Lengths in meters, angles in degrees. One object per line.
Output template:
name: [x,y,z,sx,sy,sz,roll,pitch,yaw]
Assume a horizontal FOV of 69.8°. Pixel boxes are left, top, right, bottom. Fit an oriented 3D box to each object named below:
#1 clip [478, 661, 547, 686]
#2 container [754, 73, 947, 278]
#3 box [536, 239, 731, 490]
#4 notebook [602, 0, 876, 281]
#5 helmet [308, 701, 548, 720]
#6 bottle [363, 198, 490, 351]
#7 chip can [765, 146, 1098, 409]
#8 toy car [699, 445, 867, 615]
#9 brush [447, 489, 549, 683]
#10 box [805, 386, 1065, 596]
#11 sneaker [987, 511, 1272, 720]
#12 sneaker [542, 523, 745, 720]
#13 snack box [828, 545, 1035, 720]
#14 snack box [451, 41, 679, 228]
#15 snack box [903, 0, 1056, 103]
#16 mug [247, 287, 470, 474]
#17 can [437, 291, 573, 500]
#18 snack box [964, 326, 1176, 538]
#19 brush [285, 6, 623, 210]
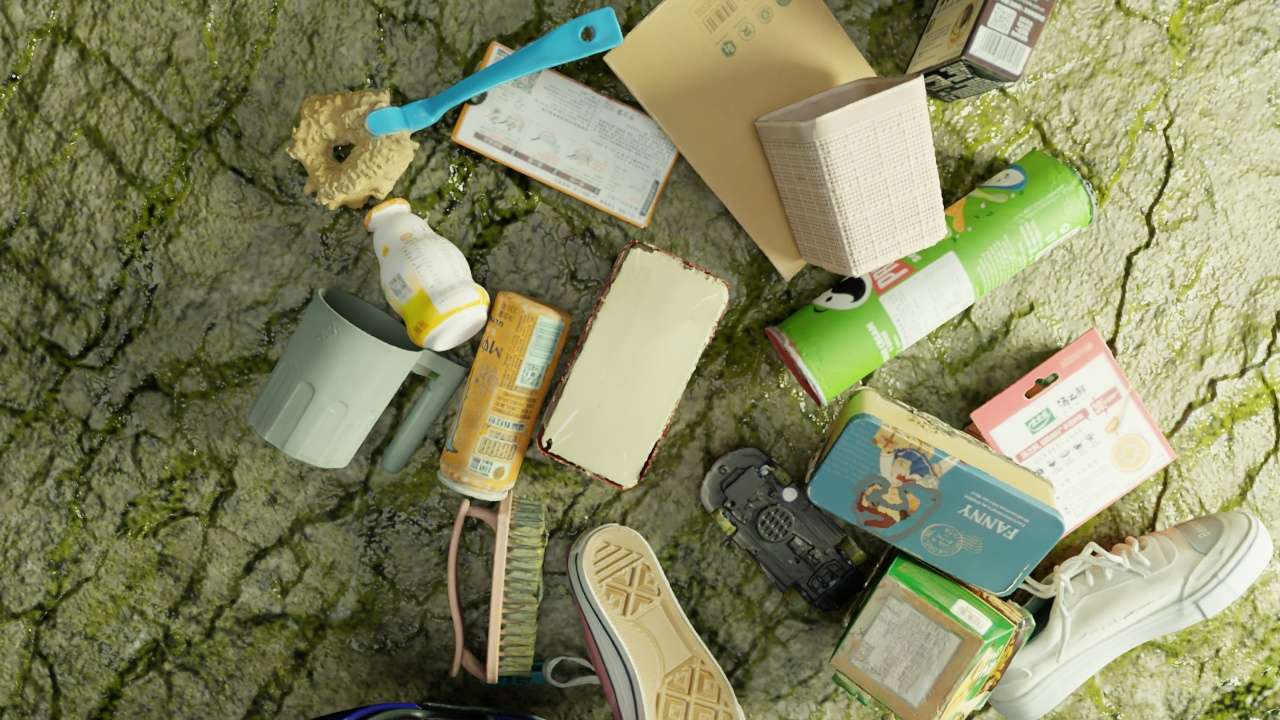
clip: [-0.099,0.247,0.726,0.056,0.043,0.014,1,98,1]
container: [0.144,-0.124,0.621,0.090,0.090,0.111,-23,110,-11]
box: [-0.004,0.004,0.661,0.091,0.080,0.168,25,97,-6]
notebook: [0.093,-0.180,0.645,0.148,0.008,0.207,-44,109,-3]
helmet: [-0.115,0.348,0.601,0.241,0.246,0.315,-10,141,19]
bottle: [-0.154,-0.062,0.649,0.063,0.063,0.108,-33,80,3]
chip can: [0.208,-0.059,0.665,0.236,0.072,0.072,-34,99,3]
toy car: [0.110,0.130,0.705,0.070,0.042,0.158,-41,99,4]
brush: [-0.110,0.175,0.693,0.073,0.063,0.146,5,101,-8]
box: [0.218,0.098,0.674,0.184,0.059,0.090,26,120,5]
sneaker: [0.353,0.175,0.707,0.242,0.089,0.091,-38,94,10]
sneaker: [0.003,0.242,0.695,0.118,0.088,0.241,-19,79,-31]
snack box: [0.203,0.204,0.666,0.118,0.105,0.117,33,97,26]
snack box: [-0.051,-0.160,0.659,0.153,0.026,0.075,24,98,-6]
snack box: [0.234,-0.246,0.615,0.053,0.113,0.126,23,98,-7]
mug: [-0.201,0.021,0.661,0.124,0.083,0.103,30,98,-32]
can: [-0.099,0.025,0.670,0.058,0.058,0.146,20,97,-6]
snack box: [0.321,0.054,0.702,0.113,0.044,0.127,-36,100,4]
brush: [-0.131,-0.175,0.620,0.255,0.045,0.083,-19,92,16]
